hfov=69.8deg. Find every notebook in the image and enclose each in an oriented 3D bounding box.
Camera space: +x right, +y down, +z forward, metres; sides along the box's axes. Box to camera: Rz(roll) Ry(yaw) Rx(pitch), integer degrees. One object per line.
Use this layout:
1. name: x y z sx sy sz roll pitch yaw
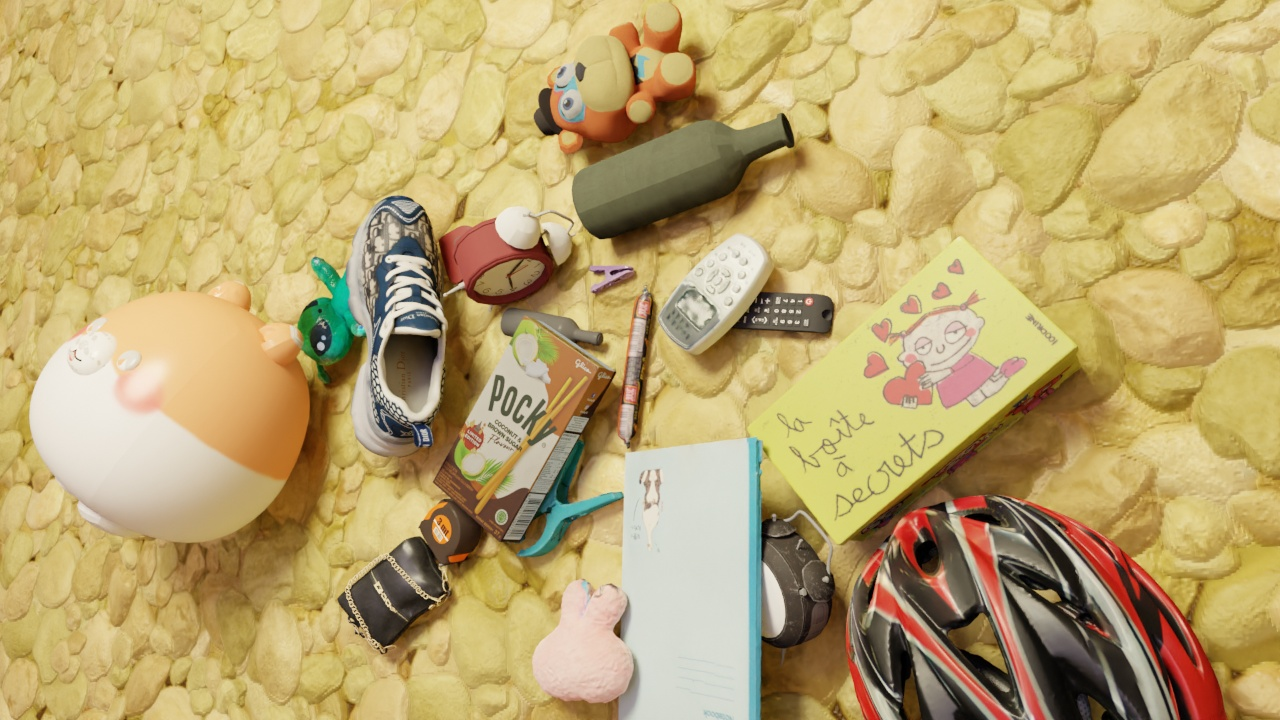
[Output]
1. notebook: 0.036 0.195 0.751 0.181 0.009 0.253 -15 70 53

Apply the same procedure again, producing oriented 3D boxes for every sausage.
1. sausage: -0.005 0.005 0.857 0.020 0.020 0.155 2 80 30

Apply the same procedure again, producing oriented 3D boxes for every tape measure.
1. tape measure: -0.185 0.166 0.913 0.058 0.038 0.059 47 116 29
2. tape measure: -0.187 -0.114 0.988 0.051 0.019 0.059 -24 75 21

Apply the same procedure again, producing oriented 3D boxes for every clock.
1. clock: -0.127 -0.104 0.907 0.138 0.096 0.048 -32 66 23
2. clock: 0.106 0.174 0.714 0.091 0.043 0.123 51 141 39

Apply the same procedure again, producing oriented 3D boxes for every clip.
1. clip: -0.084 0.132 0.870 0.120 0.027 0.103 -49 58 11
2. clip: -0.032 -0.087 0.898 0.051 0.014 0.045 -39 60 20

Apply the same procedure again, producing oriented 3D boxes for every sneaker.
1. sneaker: -0.230 -0.040 0.915 0.133 0.103 0.269 -14 75 60

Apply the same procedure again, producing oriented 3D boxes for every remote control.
1. remote control: 0.067 -0.059 0.805 0.114 0.028 0.060 -47 61 13
2. remote control: 0.097 -0.043 0.812 0.147 0.015 0.033 4 81 30

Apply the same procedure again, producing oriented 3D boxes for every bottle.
1. bottle: 0.039 -0.175 0.843 0.207 0.071 0.071 -16 71 25
2. bottle: -0.085 -0.030 0.903 0.113 0.030 0.030 11 84 31

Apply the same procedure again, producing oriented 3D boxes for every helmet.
1. helmet: 0.245 0.207 0.603 0.218 0.167 0.271 -37 51 13

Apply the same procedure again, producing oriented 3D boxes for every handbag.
1. handbag: -0.244 0.237 0.927 0.129 0.054 0.079 -41 73 12

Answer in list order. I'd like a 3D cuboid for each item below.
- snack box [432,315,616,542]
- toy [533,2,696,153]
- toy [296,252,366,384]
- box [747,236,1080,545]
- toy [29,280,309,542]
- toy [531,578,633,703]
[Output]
1. snack box: -0.111 0.064 0.863 0.101 0.031 0.186 34 98 30
2. toy: -0.025 -0.267 0.896 0.176 0.096 0.112 -27 67 34
3. toy: -0.331 -0.058 1.032 0.194 0.072 0.130 -48 58 22
4. box: 0.204 0.029 0.700 0.221 0.080 0.124 -41 63 14
5. toy: -0.491 0.050 0.983 0.263 0.266 0.280 32 80 33
6. toy: -0.048 0.246 0.806 0.109 0.053 0.105 -6 66 43
